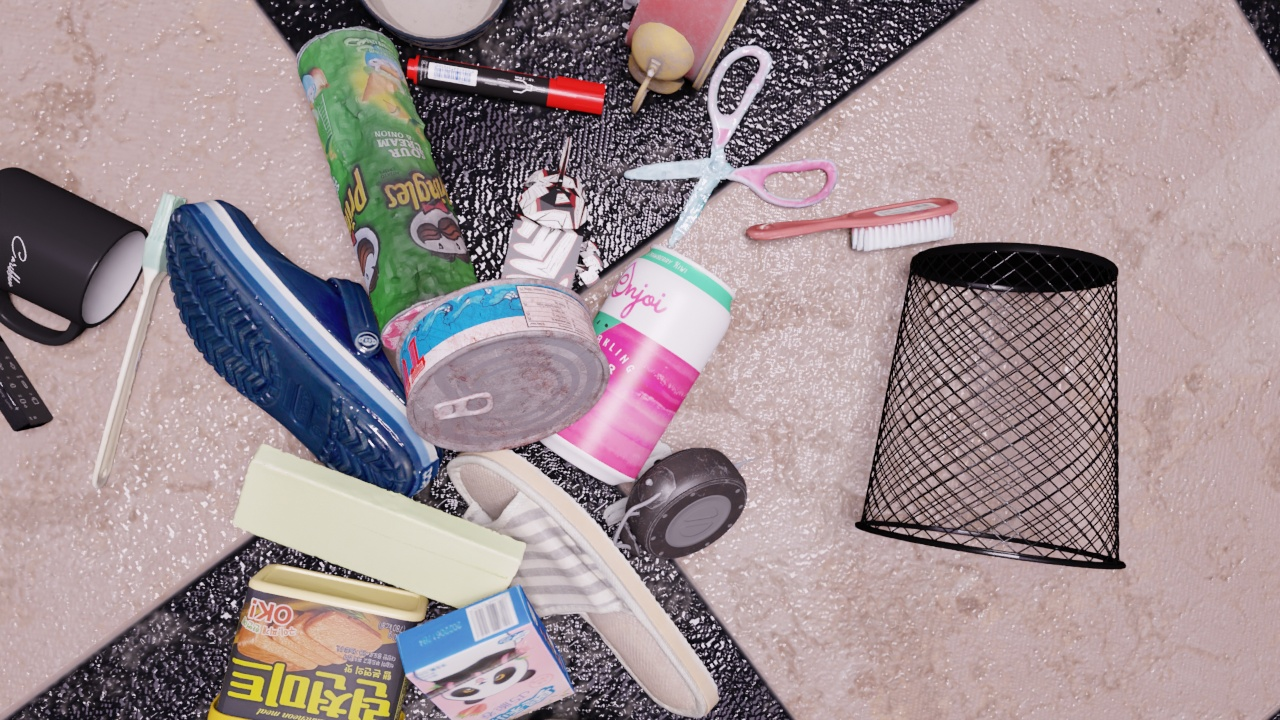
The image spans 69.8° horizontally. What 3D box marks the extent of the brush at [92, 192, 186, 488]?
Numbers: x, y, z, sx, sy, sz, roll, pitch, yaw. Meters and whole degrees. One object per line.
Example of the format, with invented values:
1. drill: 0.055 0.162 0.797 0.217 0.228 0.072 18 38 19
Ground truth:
1. brush: -0.359 -0.013 0.655 0.012 0.033 0.217 16 92 -7

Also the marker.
1. marker: -0.100 -0.207 0.687 0.145 0.024 0.021 7 50 -9

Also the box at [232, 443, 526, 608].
1. box: -0.185 0.131 0.636 0.187 0.141 0.048 24 55 -12

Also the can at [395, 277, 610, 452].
1. can: -0.088 0.006 0.589 0.130 0.130 0.044 -15 58 -7

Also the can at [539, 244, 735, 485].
1. can: -0.004 0.004 0.677 0.088 0.088 0.166 32 88 -8

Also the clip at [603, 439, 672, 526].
1. clip: 0.015 0.091 0.714 0.101 0.041 0.054 -19 108 -8

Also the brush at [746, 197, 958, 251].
1. brush: 0.168 -0.102 0.726 0.172 0.041 0.030 -9 111 -7

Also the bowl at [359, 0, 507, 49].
1. bowl: -0.148 -0.278 0.658 0.115 0.059 0.115 0 93 -8

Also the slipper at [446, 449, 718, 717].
1. slipper: -0.044 0.171 0.673 0.272 0.115 0.053 49 51 -11

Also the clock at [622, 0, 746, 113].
1. clock: 0.027 -0.253 0.659 0.081 0.117 0.159 28 95 -5

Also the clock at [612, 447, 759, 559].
1. clock: 0.028 0.104 0.682 0.122 0.043 0.091 -1 130 -34

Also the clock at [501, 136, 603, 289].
1. clock: -0.061 -0.079 0.648 0.065 0.114 0.155 13 107 -9

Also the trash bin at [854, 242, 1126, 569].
1. trash bin: 0.265 0.032 0.680 0.184 0.184 0.210 8 86 -9

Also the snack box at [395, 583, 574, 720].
1. snack box: -0.105 0.217 0.650 0.088 0.154 0.033 -21 54 -6

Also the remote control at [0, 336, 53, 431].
1. remote control: -0.461 -0.019 0.636 0.013 0.034 0.150 -30 96 -6

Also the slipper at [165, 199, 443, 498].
1. slipper: -0.228 -0.009 0.646 0.253 0.105 0.095 46 47 4

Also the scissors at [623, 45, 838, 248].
1. scissors: 0.070 -0.170 0.720 0.170 0.014 0.168 -5 95 -5

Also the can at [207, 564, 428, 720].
1. can: -0.227 0.214 0.664 0.130 0.072 0.101 14 88 -9

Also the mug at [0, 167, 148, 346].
1. mug: -0.406 -0.062 0.628 0.088 0.078 0.114 27 114 -9

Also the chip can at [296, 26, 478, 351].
1. chip can: -0.169 -0.119 0.618 0.075 0.075 0.223 -20 73 -7
